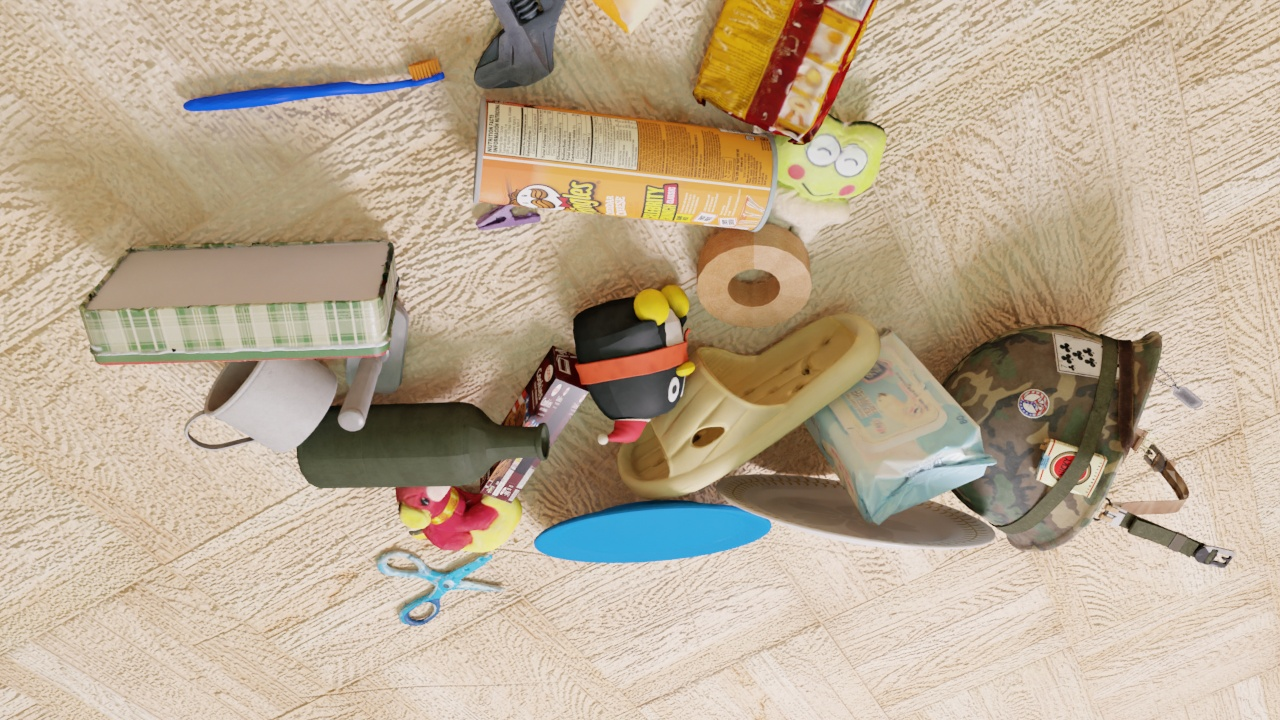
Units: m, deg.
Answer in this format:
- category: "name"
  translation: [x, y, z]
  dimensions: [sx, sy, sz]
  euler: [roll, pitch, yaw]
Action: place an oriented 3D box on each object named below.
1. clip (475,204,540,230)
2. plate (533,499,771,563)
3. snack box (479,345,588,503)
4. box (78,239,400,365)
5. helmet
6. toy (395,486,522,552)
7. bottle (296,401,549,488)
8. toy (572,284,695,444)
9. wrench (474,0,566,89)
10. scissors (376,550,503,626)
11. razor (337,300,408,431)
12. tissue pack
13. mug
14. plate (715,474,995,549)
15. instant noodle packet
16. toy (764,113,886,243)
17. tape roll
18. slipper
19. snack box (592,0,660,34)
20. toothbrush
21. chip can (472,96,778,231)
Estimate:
- category: "clip"
  translation: [-0.101, -0.113, 0.726]
  dimensions: [0.046, 0.014, 0.050]
  euler: [35, 110, -31]
- category: "plate"
  translation: [0.011, 0.159, 0.874]
  dimensions: [0.224, 0.024, 0.225]
  euler: [-4, 157, -2]
- category: "snack box"
  translation: [-0.098, 0.059, 0.821]
  dimensions: [0.031, 0.051, 0.141]
  euler: [24, 118, -23]
- category: "box"
  translation: [-0.287, -0.046, 0.681]
  dimensions: [0.205, 0.117, 0.050]
  euler: [-3, 120, -9]
- category: "helmet"
  translation: [0.385, 0.070, 0.810]
  dimensions: [0.236, 0.192, 0.225]
  euler: [41, 122, 4]
- category: "toy"
  translation: [-0.178, 0.142, 0.867]
  dimensions: [0.106, 0.067, 0.137]
  euler: [-33, 135, 16]
- category: "bottle"
  translation: [-0.181, 0.071, 0.778]
  dimensions: [0.207, 0.071, 0.071]
  euler: [-2, 126, 9]
- category: "toy"
  translation: [-0.004, 0.004, 0.761]
  dimensions: [0.100, 0.097, 0.119]
  euler: [-10, 94, 21]
- category: "wrench"
  translation: [-0.026, -0.287, 0.610]
  dimensions: [0.073, 0.022, 0.274]
  euler: [36, 113, -26]
- category: "scissors"
  translation: [-0.211, 0.238, 0.953]
  dimensions: [0.134, 0.012, 0.134]
  euler: [11, 121, -18]
- category: "razor"
  translation: [-0.219, 0.015, 0.731]
  dimensions: [0.047, 0.116, 0.088]
  euler: [10, 122, -10]
- category: "tissue pack"
  translation: [0.209, 0.054, 0.788]
  dimensions: [0.112, 0.181, 0.070]
  euler: [-21, 125, -2]
- category: "mug"
  translation: [-0.309, 0.036, 0.747]
  dimensions: [0.113, 0.084, 0.070]
  euler: [-48, 122, 2]
- category: "plate"
  translation: [0.186, 0.137, 0.818]
  dimensions: [0.242, 0.242, 0.016]
  euler: [6, 94, -13]
- category: "instant noodle packet"
  translation: [0.103, -0.228, 0.645]
  dimensions: [0.098, 0.039, 0.136]
  euler: [27, 120, 8]
- category: "toy"
  translation: [0.138, -0.143, 0.724]
  dimensions: [0.092, 0.046, 0.115]
  euler: [12, 130, -14]
- category: "tape roll"
  translation: [0.094, -0.069, 0.761]
  dimensions: [0.094, 0.027, 0.094]
  euler: [3, 139, 2]
- category: "slipper"
  translation: [0.081, 0.027, 0.793]
  dimensions: [0.262, 0.111, 0.079]
  euler: [-31, 124, 9]
- category: "snack box"
  translation: [-0.030, -0.314, 0.536]
  dimensions: [0.195, 0.080, 0.145]
  euler: [39, 111, -18]
- category: "toothbrush"
  translation: [-0.230, -0.193, 0.647]
  dimensions: [0.182, 0.016, 0.018]
  euler: [-8, 120, -4]
- category: "chip can"
  translation: [-0.013, -0.143, 0.680]
  dimensions: [0.215, 0.075, 0.075]
  euler: [4, 124, -12]
